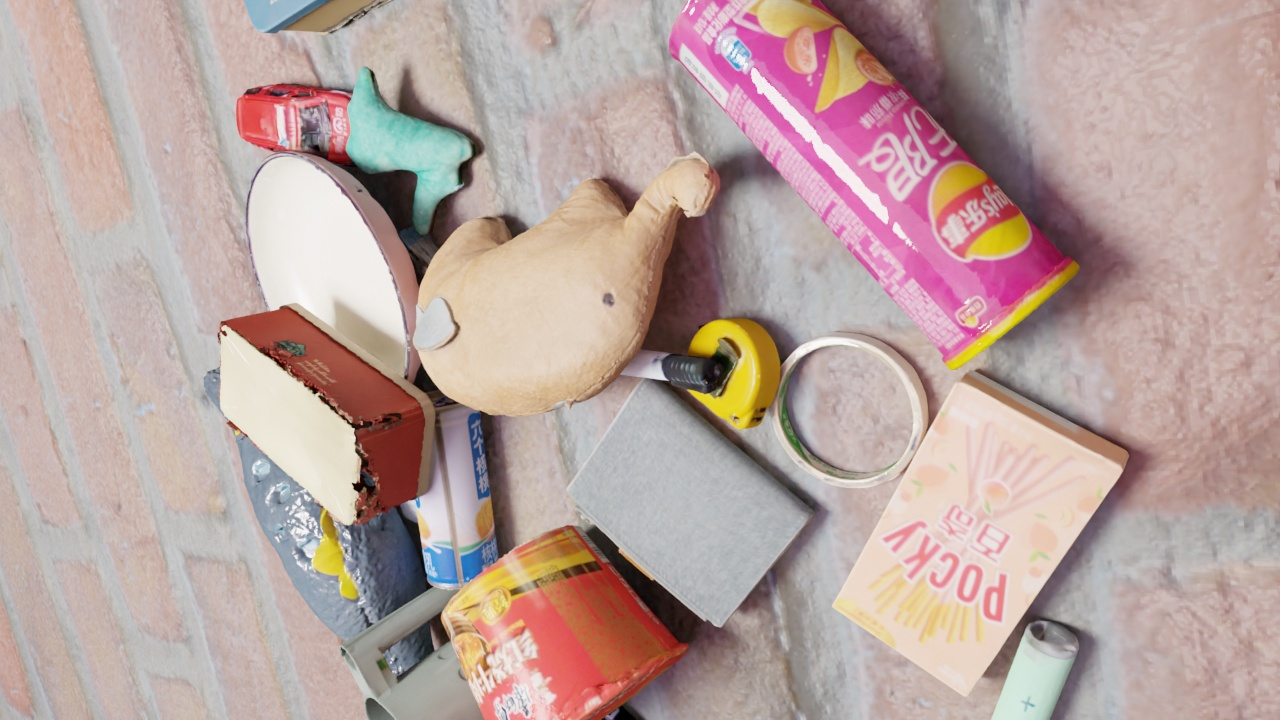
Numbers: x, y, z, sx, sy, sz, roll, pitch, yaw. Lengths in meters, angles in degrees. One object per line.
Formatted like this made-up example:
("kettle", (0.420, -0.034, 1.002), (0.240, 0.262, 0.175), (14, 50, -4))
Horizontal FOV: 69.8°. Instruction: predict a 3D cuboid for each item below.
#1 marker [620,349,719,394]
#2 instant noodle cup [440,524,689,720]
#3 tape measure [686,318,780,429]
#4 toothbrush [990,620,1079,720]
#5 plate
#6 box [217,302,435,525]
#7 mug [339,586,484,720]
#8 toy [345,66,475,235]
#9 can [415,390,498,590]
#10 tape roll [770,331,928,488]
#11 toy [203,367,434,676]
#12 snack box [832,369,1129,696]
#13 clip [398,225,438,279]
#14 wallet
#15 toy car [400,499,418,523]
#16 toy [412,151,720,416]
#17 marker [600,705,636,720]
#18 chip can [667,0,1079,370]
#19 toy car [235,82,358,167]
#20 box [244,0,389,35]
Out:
("marker", (-0.003, 0.003, 0.543), (0.131, 0.018, 0.022), (6, 107, 50))
("instant noodle cup", (-0.054, 0.180, 0.590), (0.108, 0.137, 0.138), (54, 125, 19))
("tape measure", (0.049, 0.005, 0.517), (0.060, 0.028, 0.057), (40, 123, 38))
("toothbrush", (0.193, 0.240, 0.505), (0.027, 0.026, 0.225), (12, 112, 6))
("plate", (-0.211, -0.056, 0.653), (0.193, 0.038, 0.193), (22, 126, 35))
("box", (-0.224, 0.037, 0.622), (0.168, 0.076, 0.091), (30, 123, 29))
("mug", (-0.140, 0.228, 0.656), (0.084, 0.103, 0.124), (-20, 98, 53))
("toy", (-0.154, -0.135, 0.605), (0.092, 0.030, 0.097), (19, 112, 8))
("can", (-0.135, 0.091, 0.655), (0.053, 0.053, 0.135), (4, 106, 32))
("tape roll", (0.112, 0.028, 0.501), (0.086, 0.013, 0.086), (10, 110, 30))
("toy", (-0.236, 0.136, 0.705), (0.356, 0.091, 0.138), (57, 145, 6))
("snack box", (0.170, 0.092, 0.475), (0.084, 0.026, 0.157), (31, 119, 22))
("clip", (-0.145, -0.068, 0.632), (0.029, 0.024, 0.057), (-34, 89, 39))
("wallet", (0.026, 0.088, 0.562), (0.130, 0.037, 0.107), (40, 111, 15))
("toy car", (-0.172, 0.080, 0.689), (0.043, 0.034, 0.090), (-1, 105, 30))
("toy", (-0.041, -0.040, 0.531), (0.227, 0.082, 0.143), (-14, 75, 35))
("marker", (-0.025, 0.248, 0.654), (0.132, 0.020, 0.022), (38, 131, 17))
("chip can", (0.105, -0.098, 0.433), (0.210, 0.071, 0.072), (51, 124, 10))
("toy car", (-0.237, -0.167, 0.649), (0.121, 0.045, 0.053), (12, 112, 27))
("box", (-0.189, -0.271, 0.578), (0.185, 0.059, 0.090), (-14, 96, 33))
